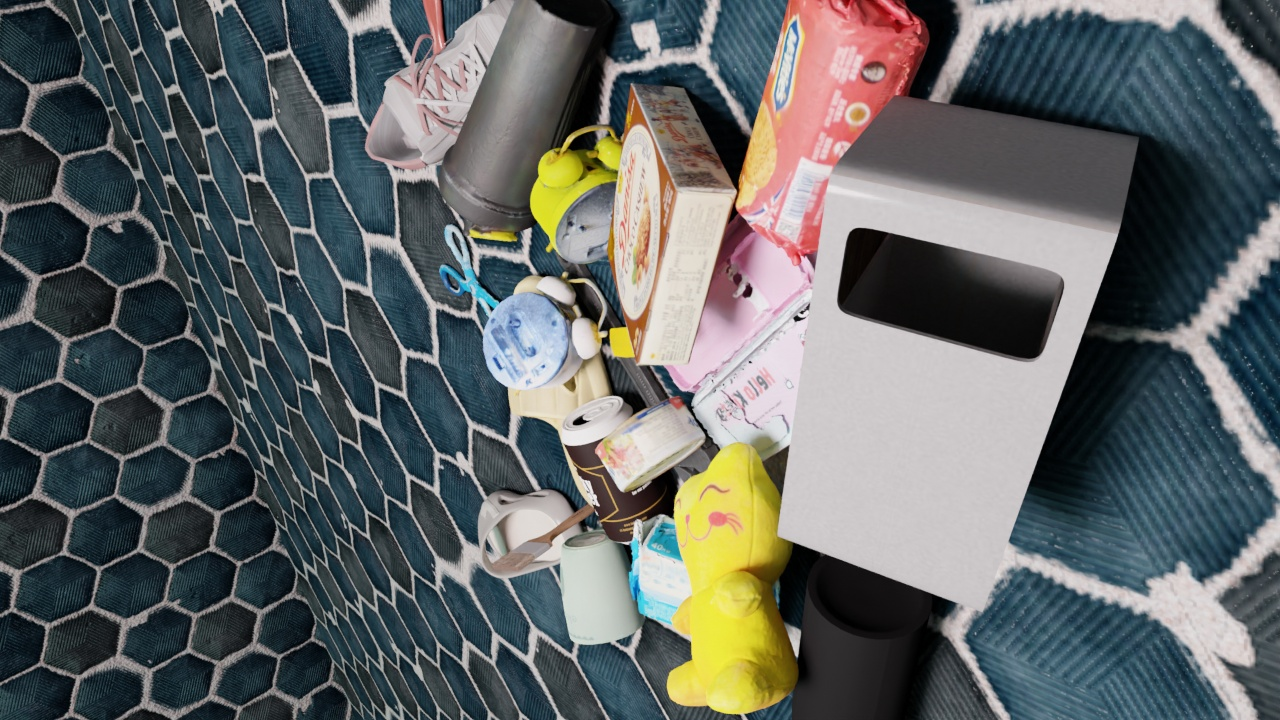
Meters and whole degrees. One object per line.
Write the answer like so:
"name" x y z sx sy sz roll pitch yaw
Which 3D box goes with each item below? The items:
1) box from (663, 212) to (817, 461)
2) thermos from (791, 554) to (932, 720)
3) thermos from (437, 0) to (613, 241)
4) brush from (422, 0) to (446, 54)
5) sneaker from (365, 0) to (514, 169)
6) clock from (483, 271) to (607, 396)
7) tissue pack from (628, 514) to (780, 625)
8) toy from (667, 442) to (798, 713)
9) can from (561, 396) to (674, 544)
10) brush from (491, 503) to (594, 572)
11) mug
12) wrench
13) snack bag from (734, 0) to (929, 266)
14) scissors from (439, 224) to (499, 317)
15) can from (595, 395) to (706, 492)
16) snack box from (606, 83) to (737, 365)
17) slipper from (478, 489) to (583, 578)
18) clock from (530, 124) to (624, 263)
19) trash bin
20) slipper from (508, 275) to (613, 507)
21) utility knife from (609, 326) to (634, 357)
"box" 0.083 -0.012 0.681 0.152 0.037 0.202 55 147 8
"thermos" 0.162 0.244 0.702 0.086 0.086 0.199 33 137 39
"thermos" -0.095 -0.192 0.733 0.098 0.097 0.221 51 135 18
"brush" -0.199 -0.290 0.885 0.041 0.030 0.172 26 132 43
"sneaker" -0.171 -0.231 0.803 0.237 0.089 0.099 -27 97 48
"clock" -0.084 -0.025 0.837 0.125 0.052 0.089 -37 72 17
"tissue pack" 0.056 0.194 0.815 0.144 0.061 0.093 13 126 22
"toy" 0.075 0.167 0.698 0.135 0.087 0.193 124 150 -62
"can" -0.020 0.104 0.860 0.072 0.071 0.128 5 123 53
"brush" -0.088 0.178 0.953 0.045 0.142 0.008 -11 105 48
"mug" -0.048 0.241 1.012 0.111 0.084 0.104 -150 49 -82
"wrench" -0.005 0.005 0.834 0.273 0.018 0.073 59 147 9
"snack bag" 0.108 -0.137 0.524 0.082 0.082 0.177 45 144 26
"scissors" -0.194 -0.081 1.043 0.140 0.013 0.118 58 146 4
"can" 0.009 0.070 0.763 0.043 0.086 0.086 57 147 13
"snack box" 0.015 -0.096 0.645 0.146 0.041 0.143 -105 20 -46
"slipper" -0.159 0.224 1.145 0.267 0.080 0.113 -19 99 57
"clock" -0.042 -0.133 0.727 0.057 0.083 0.119 52 149 30
"trash bin" 0.156 -0.002 0.478 0.114 0.114 0.229 18 129 22
"slipper" -0.079 0.047 0.912 0.111 0.079 0.261 -2 111 52
"utility knife" -0.003 -0.018 0.756 0.159 0.017 0.030 180 87 -69
